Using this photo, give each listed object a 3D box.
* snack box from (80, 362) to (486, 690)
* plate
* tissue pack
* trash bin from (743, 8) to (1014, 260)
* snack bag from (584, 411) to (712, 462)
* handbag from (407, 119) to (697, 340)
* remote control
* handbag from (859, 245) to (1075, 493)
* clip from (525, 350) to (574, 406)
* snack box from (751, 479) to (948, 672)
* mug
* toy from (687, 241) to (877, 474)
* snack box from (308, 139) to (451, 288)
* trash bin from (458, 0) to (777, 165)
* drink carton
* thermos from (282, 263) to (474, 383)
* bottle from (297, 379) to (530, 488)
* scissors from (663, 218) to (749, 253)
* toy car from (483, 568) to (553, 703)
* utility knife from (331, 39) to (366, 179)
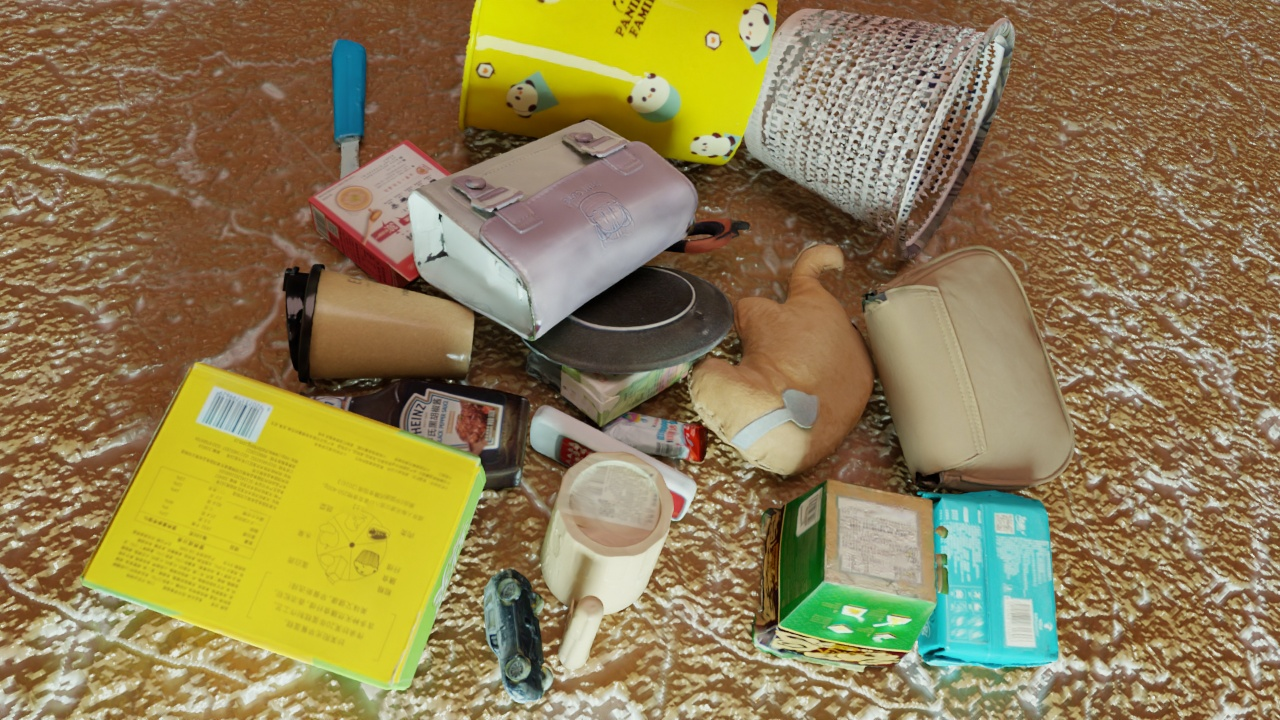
[{"bbox_3d":[-0.227,0.111,0.612,0.210,0.070,0.157,18,71,1],"label":"snack box"},{"bbox_3d":[-0.012,-0.045,0.758,0.179,0.024,0.179,-1,31,1],"label":"plate"},{"bbox_3d":[0.255,0.161,0.687,0.093,0.050,0.133,6,72,-6],"label":"tissue pack"},{"bbox_3d":[0.215,-0.235,0.875,0.192,0.228,0.226,28,55,23],"label":"trash bin"},{"bbox_3d":[0.006,0.059,0.736,0.105,0.026,0.045,10,43,-1],"label":"snack bag"},{"bbox_3d":[-0.066,-0.114,0.741,0.145,0.099,0.196,34,49,26],"label":"handbag"},{"bbox_3d":[-0.023,0.079,0.701,0.136,0.056,0.020,26,59,6],"label":"remote control"},{"bbox_3d":[0.265,0.013,0.766,0.147,0.100,0.204,-8,76,-21],"label":"handbag"},{"bbox_3d":[-0.070,0.012,0.759,0.057,0.032,0.025,34,59,7],"label":"clip"},{"bbox_3d":[0.151,0.146,0.660,0.117,0.106,0.118,11,55,-3],"label":"snack box"},{"bbox_3d":[-0.029,0.137,0.632,0.084,0.104,0.124,16,55,0],"label":"mug"},{"bbox_3d":[0.135,-0.003,0.771,0.143,0.083,0.225,40,54,-4],"label":"toy"},{"bbox_3d":[-0.203,-0.121,0.806,0.127,0.044,0.113,38,58,16],"label":"snack box"},{"bbox_3d":[-0.024,-0.302,0.860,0.255,0.230,0.229,11,55,-10],"label":"trash bin"},{"bbox_3d":[-0.004,0.004,0.750,0.122,0.046,0.053,-30,52,-35],"label":"drink carton"},{"bbox_3d":[-0.206,-0.023,0.718,0.143,0.093,0.093,6,56,-15],"label":"thermos"},{"bbox_3d":[-0.184,0.052,0.697,0.195,0.044,0.079,7,59,-5],"label":"bottle"},{"bbox_3d":[-0.011,-0.116,0.825,0.227,0.015,0.188,-7,39,-8],"label":"scissors"},{"bbox_3d":[-0.085,0.188,0.627,0.034,0.043,0.090,-20,56,8],"label":"toy car"},{"bbox_3d":[-0.280,-0.235,0.881,0.034,0.018,0.213,-2,56,-14],"label":"utility knife"}]
